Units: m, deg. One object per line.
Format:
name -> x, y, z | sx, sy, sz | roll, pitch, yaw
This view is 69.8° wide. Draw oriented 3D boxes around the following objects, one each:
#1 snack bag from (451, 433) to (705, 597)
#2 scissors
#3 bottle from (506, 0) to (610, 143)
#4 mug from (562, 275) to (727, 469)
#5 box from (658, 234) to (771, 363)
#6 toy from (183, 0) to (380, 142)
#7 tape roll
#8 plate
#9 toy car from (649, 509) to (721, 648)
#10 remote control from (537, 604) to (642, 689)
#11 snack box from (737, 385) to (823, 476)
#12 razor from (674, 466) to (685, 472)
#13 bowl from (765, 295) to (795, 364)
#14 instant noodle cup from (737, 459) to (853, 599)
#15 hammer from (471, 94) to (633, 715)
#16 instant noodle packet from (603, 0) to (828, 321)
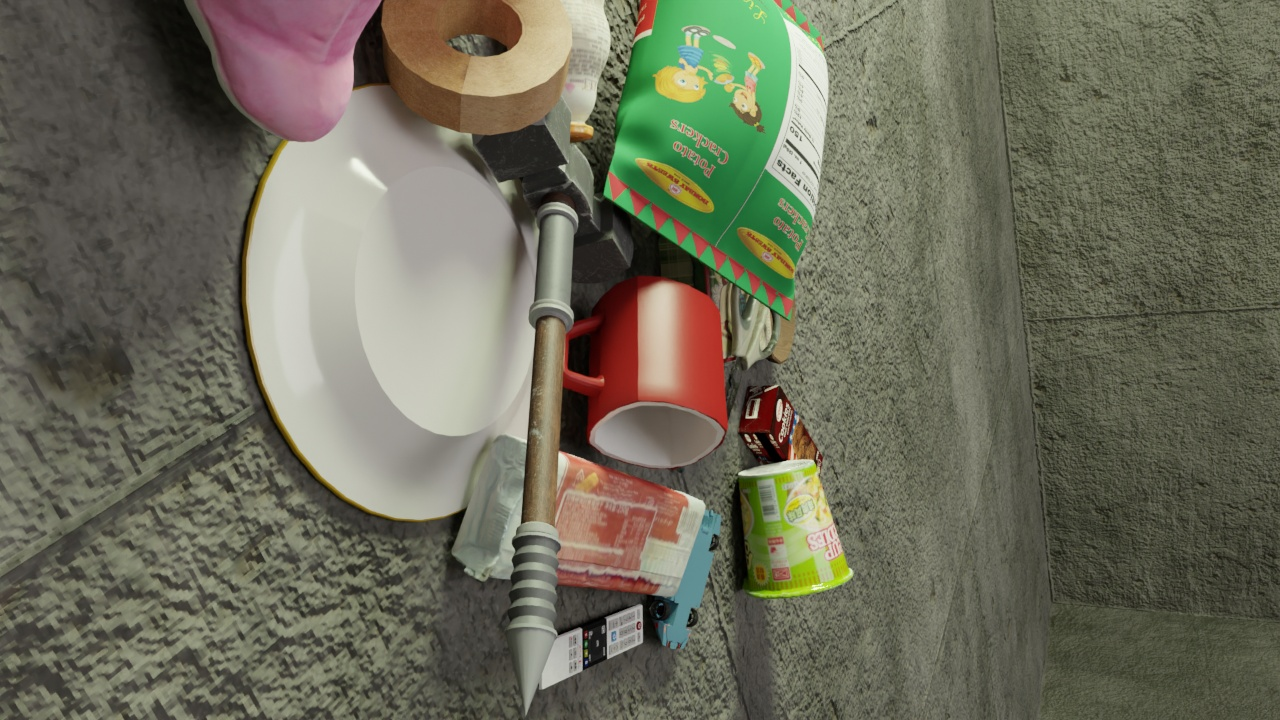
snack bag -> -0.028, 0.106, 0.583 | 0.225, 0.041, 0.077 | 29, 80, -56
scissors -> 0.073, -0.006, 0.717 | 0.169, 0.013, 0.133 | -35, 116, -50
bottle -> -0.049, -0.188, 0.557 | 0.063, 0.063, 0.108 | -9, 97, -60
mug -> -0.004, 0.003, 0.593 | 0.116, 0.081, 0.096 | 20, 50, -26
box -> 0.060, -0.100, 0.755 | 0.117, 0.050, 0.205 | -10, 96, -61
toy -> -0.135, -0.222, 0.346 | 0.186, 0.128, 0.265 | -18, 98, -55
tape roll -> -0.083, -0.160, 0.466 | 0.027, 0.094, 0.093 | 113, -6, -61
plate -> -0.106, -0.030, 0.486 | 0.229, 0.021, 0.229 | 7, 82, -60
toy car -> 0.029, 0.164, 0.704 | 0.060, 0.027, 0.107 | 35, 68, -54
remote control -> -0.033, 0.187, 0.609 | 0.124, 0.012, 0.028 | 4, 84, -60
snack box -> 0.140, 0.083, 0.897 | 0.141, 0.032, 0.050 | 52, 45, -46
razor -> 0.017, 0.057, 0.690 | 0.106, 0.042, 0.026 | 62, 36, -53
bowl -> 0.116, -0.054, 0.862 | 0.117, 0.030, 0.118 | -2, 90, -66
instant noodle cup -> 0.133, 0.149, 0.828 | 0.098, 0.099, 0.108 | -9, 88, -60
hammer -> -0.048, 0.009, 0.467 | 0.156, 0.043, 0.321 | 56, 27, -51
instant noodle packet -> 0.064, -0.180, 0.646 | 0.195, 0.090, 0.252 | 28, 64, -41
